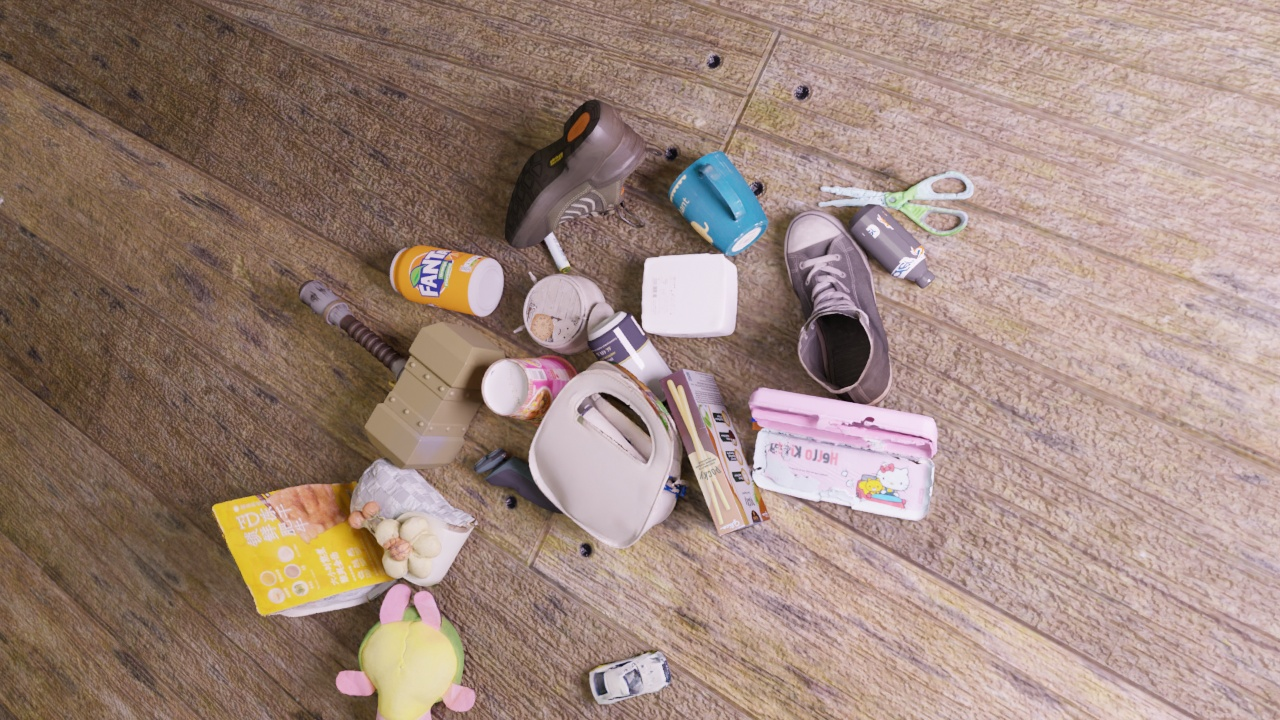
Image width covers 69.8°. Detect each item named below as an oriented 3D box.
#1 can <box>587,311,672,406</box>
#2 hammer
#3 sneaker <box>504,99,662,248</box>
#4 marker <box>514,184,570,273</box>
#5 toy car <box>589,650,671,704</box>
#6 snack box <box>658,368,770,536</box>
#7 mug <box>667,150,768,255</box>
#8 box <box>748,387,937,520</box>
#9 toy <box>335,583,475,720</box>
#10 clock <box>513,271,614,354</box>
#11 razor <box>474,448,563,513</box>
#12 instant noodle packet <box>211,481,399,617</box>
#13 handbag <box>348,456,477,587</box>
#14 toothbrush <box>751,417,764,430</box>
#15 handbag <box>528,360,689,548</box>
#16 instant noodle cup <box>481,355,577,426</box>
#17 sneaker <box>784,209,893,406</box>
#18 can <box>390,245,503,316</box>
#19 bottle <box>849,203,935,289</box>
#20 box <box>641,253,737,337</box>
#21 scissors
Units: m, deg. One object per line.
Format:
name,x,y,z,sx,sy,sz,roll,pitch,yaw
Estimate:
can,-0.007,0.006,1.108,0.064,0.064,0.127,-32,101,18
hammer,-0.359,-0.016,1.265,0.325,0.100,0.190,36,100,22
sneaker,-0.065,-0.217,1.160,0.239,0.142,0.101,-39,45,39
marker,-0.130,-0.179,1.223,0.017,0.017,0.146,-34,73,18
toy car,-0.015,0.386,1.116,0.106,0.033,0.048,-22,75,20
snack box,0.087,0.104,1.055,0.032,0.101,0.186,-26,76,20
mug,0.095,-0.184,1.072,0.084,0.112,0.104,-36,78,-2
box,0.222,0.092,1.012,0.202,0.150,0.073,10,45,24
toy,-0.304,0.417,1.212,0.190,0.087,0.238,3,92,5
clock,-0.084,-0.057,1.168,0.157,0.061,0.103,15,92,26
razor,-0.150,0.158,1.190,0.143,0.047,0.052,28,126,19
instant noodle packet,-0.447,0.252,1.217,0.084,0.221,0.163,-39,70,20
handbag,-0.318,0.211,1.216,0.171,0.123,0.113,37,107,16
toothbrush,0.213,0.083,1.047,0.183,0.016,0.018,7,94,25
handbag,-0.029,0.100,1.095,0.201,0.092,0.200,37,123,21
instant noodle cup,-0.143,0.036,1.160,0.098,0.108,0.097,-3,84,24
sneaker,0.207,-0.066,1.008,0.095,0.119,0.234,-14,77,22
can,-0.261,-0.109,1.241,0.143,0.079,0.079,13,91,24
bottle,0.280,-0.125,1.016,0.047,0.047,0.112,-45,77,14
box,0.063,-0.079,1.118,0.107,0.076,0.102,0,84,22
scissors,0.283,-0.175,1.040,0.176,0.032,0.078,4,89,29
